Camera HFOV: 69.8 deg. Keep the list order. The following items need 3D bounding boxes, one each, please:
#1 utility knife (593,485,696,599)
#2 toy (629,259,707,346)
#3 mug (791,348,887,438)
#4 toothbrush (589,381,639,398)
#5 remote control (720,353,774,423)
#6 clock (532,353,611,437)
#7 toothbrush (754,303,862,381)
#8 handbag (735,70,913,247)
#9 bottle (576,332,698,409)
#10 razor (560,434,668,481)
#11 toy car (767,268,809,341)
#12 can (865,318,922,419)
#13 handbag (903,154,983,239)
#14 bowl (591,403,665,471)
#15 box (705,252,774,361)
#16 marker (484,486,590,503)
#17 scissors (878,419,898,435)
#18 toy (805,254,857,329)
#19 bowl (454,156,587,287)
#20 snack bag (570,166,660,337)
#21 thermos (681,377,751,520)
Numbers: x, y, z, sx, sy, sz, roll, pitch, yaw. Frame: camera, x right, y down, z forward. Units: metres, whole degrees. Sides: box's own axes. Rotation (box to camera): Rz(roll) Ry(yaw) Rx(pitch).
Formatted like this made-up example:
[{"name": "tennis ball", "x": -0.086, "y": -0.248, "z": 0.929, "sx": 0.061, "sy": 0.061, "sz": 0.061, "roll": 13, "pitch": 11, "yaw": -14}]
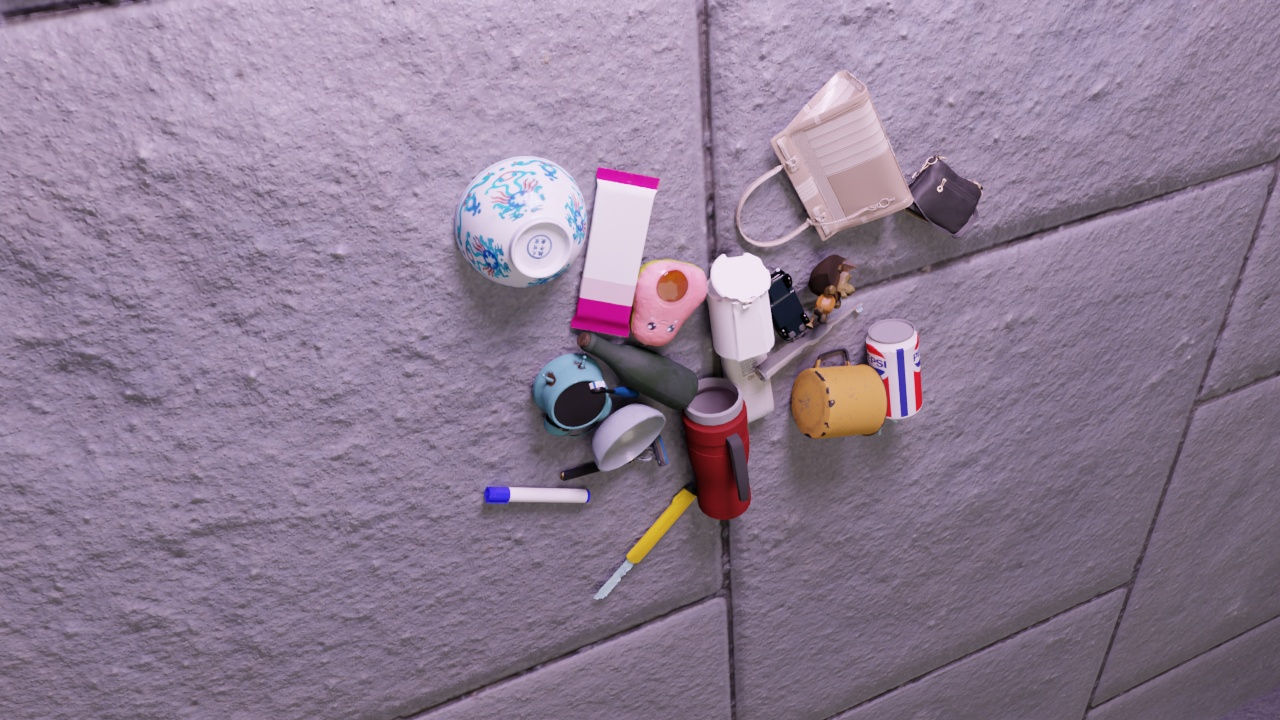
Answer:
[{"name": "utility knife", "x": 0.007, "y": 0.264, "z": 1.321, "sx": 0.030, "sy": 0.019, "sz": 0.224, "roll": 34, "pitch": 97, "yaw": -33}, {"name": "toy", "x": 0.028, "y": -0.067, "z": 1.084, "sx": 0.090, "sy": 0.051, "sz": 0.110, "roll": 6, "pitch": 120, "yaw": -24}, {"name": "mug", "x": 0.268, "y": 0.045, "z": 1.262, "sx": 0.094, "sy": 0.101, "sz": 0.123, "roll": -3, "pitch": 82, "yaw": -23}, {"name": "toothbrush", "x": -0.028, "y": 0.036, "z": 1.091, "sx": 0.014, "sy": 0.014, "sz": 0.167, "roll": -16, "pitch": 172, "yaw": 14}, {"name": "remote control", "x": 0.143, "y": 0.025, "z": 1.222, "sx": 0.060, "sy": 0.025, "sz": 0.139, "roll": -23, "pitch": 127, "yaw": -12}, {"name": "clock", "x": -0.079, "y": 0.049, "z": 1.108, "sx": 0.090, "sy": 0.053, "sz": 0.124, "roll": -24, "pitch": 132, "yaw": -10}, {"name": "toothbrush", "x": 0.227, "y": -0.030, "z": 1.217, "sx": 0.185, "sy": 0.022, "sz": 0.024, "roll": -34, "pitch": 90, "yaw": -19}, {"name": "handbag", "x": 0.200, "y": -0.209, "z": 1.085, "sx": 0.198, "sy": 0.062, "sz": 0.175, "roll": -33, "pitch": 131, "yaw": 8}, {"name": "bottle", "x": -0.007, "y": 0.007, "z": 1.115, "sx": 0.174, "sy": 0.055, "sz": 0.055, "roll": 27, "pitch": 106, "yaw": -36}, {"name": "razor", "x": -0.037, "y": 0.135, "z": 1.211, "sx": 0.144, "sy": 0.022, "sz": 0.043, "roll": -13, "pitch": 84, "yaw": -13}, {"name": "toy car", "x": 0.181, "y": -0.070, "z": 1.171, "sx": 0.046, "sy": 0.034, "sz": 0.112, "roll": -35, "pitch": 131, "yaw": -1}, {"name": "can", "x": 0.356, "y": 0.013, "z": 1.286, "sx": 0.070, "sy": 0.070, "sz": 0.132, "roll": -22, "pitch": 122, "yaw": -13}, {"name": "handbag", "x": 0.389, "y": -0.209, "z": 1.172, "sx": 0.128, "sy": 0.054, "sz": 0.079, "roll": 20, "pitch": 107, "yaw": -33}, {"name": "bowl", "x": -0.022, "y": 0.091, "z": 1.160, "sx": 0.106, "sy": 0.039, "sz": 0.106, "roll": -34, "pitch": 157, "yaw": -17}, {"name": "box", "x": 0.121, "y": -0.067, "z": 1.109, "sx": 0.080, "sy": 0.089, "sz": 0.143, "roll": -15, "pitch": 126, "yaw": -3}, {"name": "marker", "x": -0.132, "y": 0.175, "z": 1.188, "sx": 0.141, "sy": 0.020, "sz": 0.020, "roll": 6, "pitch": 118, "yaw": -30}, {"name": "scissors", "x": 0.361, "y": 0.053, "z": 1.365, "sx": 0.140, "sy": 0.015, "sz": 0.111, "roll": 32, "pitch": 101, "yaw": -42}, {"name": "toy", "x": 0.238, "y": -0.084, "z": 1.164, "sx": 0.100, "sy": 0.063, "sz": 0.076, "roll": -65, "pitch": 149, "yaw": -14}, {"name": "bowl", "x": -0.113, "y": -0.130, "z": 0.953, "sx": 0.143, "sy": 0.074, "sz": 0.144, "roll": -13, "pitch": 126, "yaw": -19}, {"name": "snack bag", "x": -0.030, "y": -0.118, "z": 1.031, "sx": 0.070, "sy": 0.016, "sz": 0.197, "roll": 9, "pitch": 119, "yaw": -5}, {"name": "thermos", "x": 0.110, "y": 0.127, "z": 1.222, "sx": 0.084, "sy": 0.108, "sz": 0.199, "roll": -22, "pitch": 131, "yaw": -14}]
